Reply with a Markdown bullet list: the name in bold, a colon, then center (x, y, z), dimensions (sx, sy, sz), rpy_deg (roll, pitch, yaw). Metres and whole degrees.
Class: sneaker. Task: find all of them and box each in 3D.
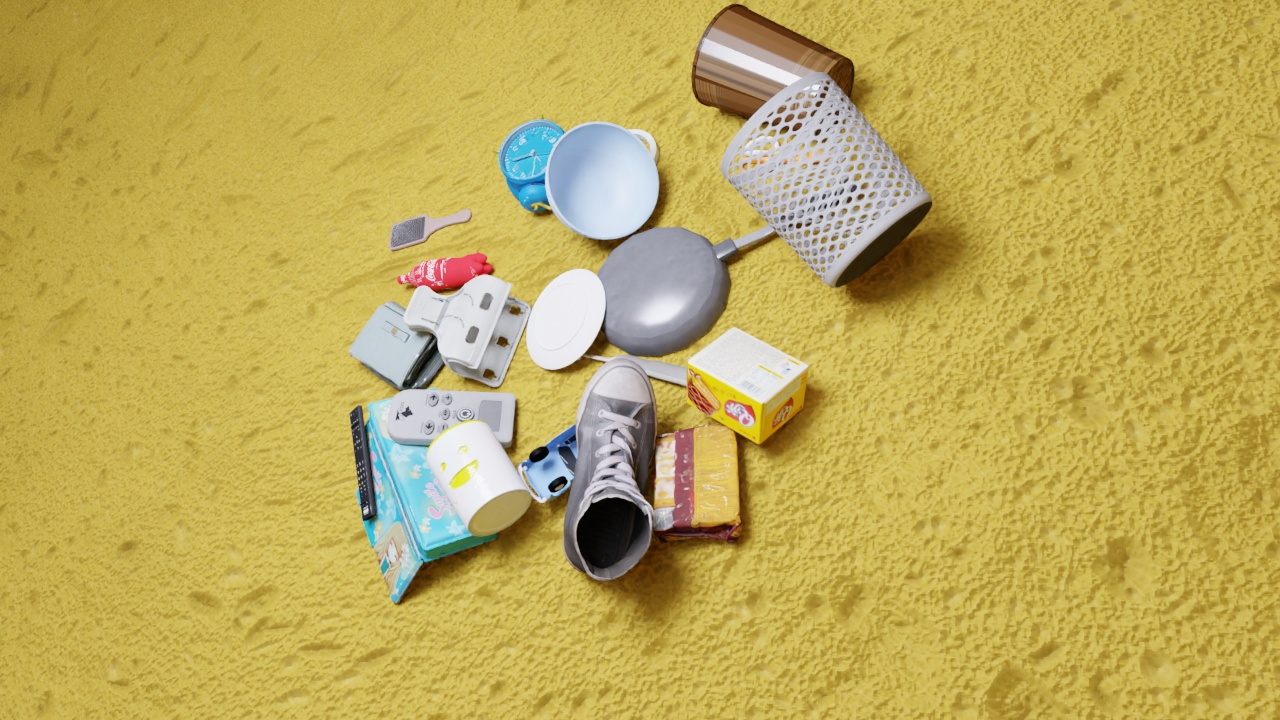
- **sneaker**: center (-0.026, 0.111, 0.953), dimensions (0.095, 0.120, 0.234), rpy_deg (16, 82, -9)

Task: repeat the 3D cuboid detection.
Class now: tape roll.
- **tape roll**: center (-0.020, -0.277, 1.259), dimensions (0.093, 0.013, 0.092), rpy_deg (-10, 60, 18)

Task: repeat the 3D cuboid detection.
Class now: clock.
- **clock**: center (-0.132, -0.267, 1.273), dimensions (0.117, 0.060, 0.161), rpy_deg (-37, 58, 0)

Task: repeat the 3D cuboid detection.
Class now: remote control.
- **remote control**: center (-0.343, 0.126, 1.131), dimensions (0.030, 0.009, 0.140), rpy_deg (-31, 65, 46)
- **remote control**: center (-0.230, 0.069, 1.117), dimensions (0.151, 0.019, 0.074), rpy_deg (2, 51, -4)

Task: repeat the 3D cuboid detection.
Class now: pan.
- **pan**: center (0.098, -0.132, 1.114), dimensions (0.357, 0.041, 0.178), rpy_deg (-27, 56, 8)

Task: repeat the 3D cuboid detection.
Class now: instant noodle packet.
- **instant noodle packet**: center (0.061, 0.133, 0.990), dimensions (0.099, 0.040, 0.135), rpy_deg (-12, 56, 20)

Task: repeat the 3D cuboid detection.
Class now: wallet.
- **wallet**: center (-0.322, -0.020, 1.232), dimensions (0.132, 0.054, 0.100), rpy_deg (25, 73, 36)

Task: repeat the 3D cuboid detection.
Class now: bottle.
- **bottle**: center (-0.273, -0.120, 1.265), dimensions (0.142, 0.042, 0.041), rpy_deg (-6, 62, 20)

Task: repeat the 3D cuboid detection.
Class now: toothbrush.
- **toothbrush**: center (-0.006, 0.006, 1.097), dimensions (0.186, 0.024, 0.022), rpy_deg (12, 30, 28)

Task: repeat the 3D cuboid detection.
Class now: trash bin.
- **trash bin**: center (0.206, -0.192, 1.008), dimensions (0.156, 0.156, 0.183), rpy_deg (-38, 77, 0)

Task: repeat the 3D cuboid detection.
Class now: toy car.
- **toy car**: center (-0.066, 0.102, 1.050), dimensions (0.153, 0.055, 0.056), rpy_deg (-36, 70, 1)

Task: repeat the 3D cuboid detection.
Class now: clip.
- **clip**: center (-0.221, -0.052, 1.156), dimensions (0.151, 0.105, 0.126), rpy_deg (26, 66, -14)

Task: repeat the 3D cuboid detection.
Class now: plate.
- **plate**: center (-0.098, -0.054, 1.149), dimensions (0.135, 0.011, 0.134), rpy_deg (-19, 59, 35)

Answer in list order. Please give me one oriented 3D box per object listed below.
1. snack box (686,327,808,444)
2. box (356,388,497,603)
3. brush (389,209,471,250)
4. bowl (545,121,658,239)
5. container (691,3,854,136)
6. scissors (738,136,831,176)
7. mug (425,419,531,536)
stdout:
- **snack box**: center (0.114, 0.026, 0.994), dimensions (0.106, 0.061, 0.083), rpy_deg (30, 49, 33)
- **box**: center (-0.282, 0.151, 1.107), dimensions (0.171, 0.084, 0.227), rpy_deg (-34, 56, 3)
- **brush**: center (-0.309, -0.199, 1.339), dimensions (0.136, 0.015, 0.049), rpy_deg (-13, 58, 16)
- **bowl**: center (-0.058, -0.225, 1.191), dimensions (0.150, 0.150, 0.075), rpy_deg (-58, 14, -13)
- **container**: center (0.170, -0.358, 1.159), dimensions (0.167, 0.132, 0.132), rpy_deg (31, 79, 27)
- **scissors**: center (0.187, -0.261, 1.163), dimensions (0.129, 0.013, 0.065), rpy_deg (3, 66, 25)
- **mug**: center (-0.182, 0.132, 1.035), dimensions (0.082, 0.082, 0.106), rpy_deg (-39, 61, 0)
